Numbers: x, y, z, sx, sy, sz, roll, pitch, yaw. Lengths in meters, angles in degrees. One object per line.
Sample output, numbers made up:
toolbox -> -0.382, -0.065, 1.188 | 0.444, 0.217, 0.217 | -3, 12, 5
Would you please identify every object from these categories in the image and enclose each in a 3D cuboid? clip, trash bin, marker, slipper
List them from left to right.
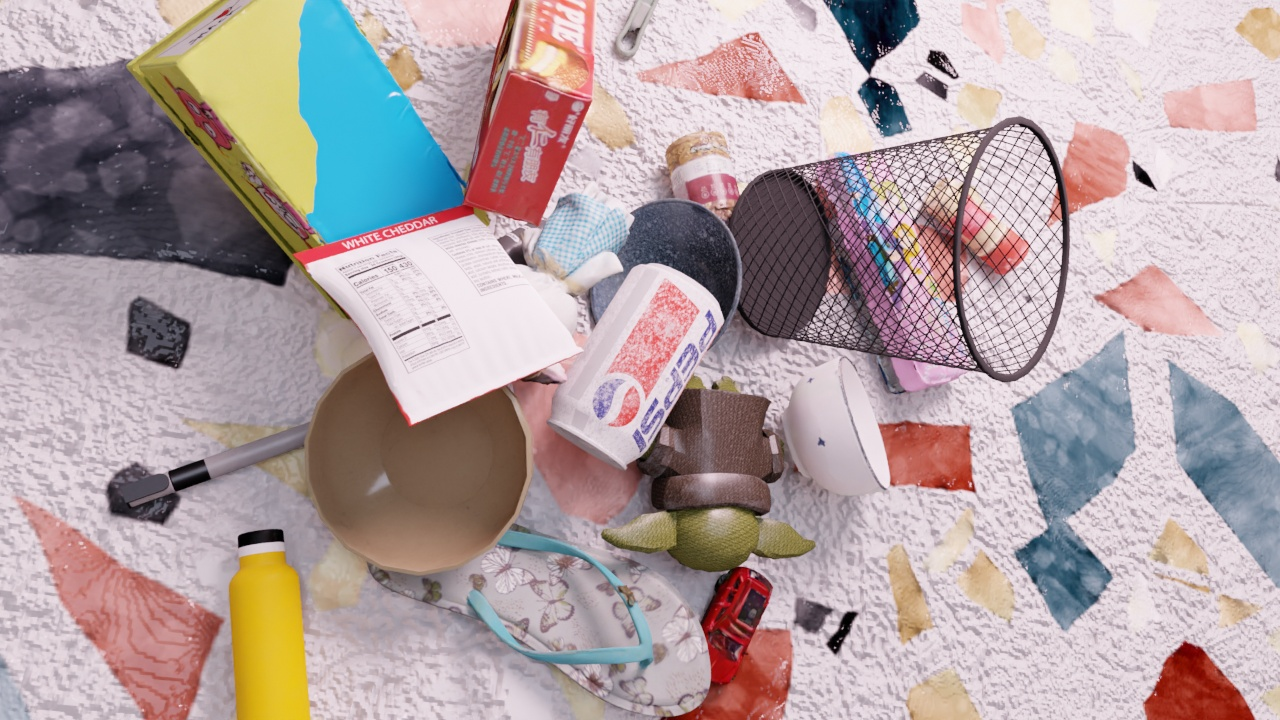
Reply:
marker -> -0.277, 0.067, 0.628 | 0.140, 0.016, 0.016 | -21, 81, -25
slipper -> -0.062, 0.163, 0.648 | 0.269, 0.055, 0.098 | 27, 64, -4
clip -> -0.003, -0.312, 0.844 | 0.023, 0.059, 0.076 | 25, 79, -10
trash bin -> 0.191, -0.084, 0.718 | 0.183, 0.210, 0.184 | -6, 99, -44

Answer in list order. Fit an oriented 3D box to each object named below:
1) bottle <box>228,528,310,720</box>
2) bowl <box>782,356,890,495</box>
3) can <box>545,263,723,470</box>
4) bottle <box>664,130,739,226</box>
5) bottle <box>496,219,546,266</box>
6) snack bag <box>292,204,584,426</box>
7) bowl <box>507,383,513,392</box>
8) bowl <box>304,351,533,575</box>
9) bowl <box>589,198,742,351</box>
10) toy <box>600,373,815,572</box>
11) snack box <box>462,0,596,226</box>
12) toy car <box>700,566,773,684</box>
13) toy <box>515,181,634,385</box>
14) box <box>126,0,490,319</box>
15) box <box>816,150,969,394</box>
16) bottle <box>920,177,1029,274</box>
bottle -> -0.239, 0.182, 0.590 | 0.043, 0.043, 0.143 | -5, 75, -22
bowl -> 0.156, 0.059, 0.752 | 0.113, 0.063, 0.113 | 51, 28, -41
can -> -0.004, 0.004, 0.660 | 0.078, 0.078, 0.136 | 33, 79, -8
bottle -> 0.059, -0.139, 0.795 | 0.056, 0.056, 0.105 | -7, 76, -22
bottle -> -0.092, -0.093, 0.739 | 0.112, 0.030, 0.030 | -34, 87, -26
snack bag -> -0.127, -0.038, 0.589 | 0.130, 0.039, 0.144 | -25, 66, -34
bowl -> -0.143, 0.022, 0.678 | 0.109, 0.041, 0.109 | 6, 71, -19
bowl -> -0.144, 0.064, 0.622 | 0.152, 0.050, 0.152 | 0, 91, 4
bowl -> 0.030, -0.058, 0.748 | 0.057, 0.137, 0.137 | 11, 64, -60
toy -> 0.054, 0.085, 0.710 | 0.179, 0.078, 0.152 | 8, 77, -24
snack box -> -0.079, -0.219, 0.691 | 0.060, 0.113, 0.235 | 16, 43, -16
toy car -> 0.070, 0.204, 0.704 | 0.042, 0.036, 0.091 | 34, 72, -6
toy -> -0.075, -0.059, 0.698 | 0.131, 0.106, 0.204 | 31, 58, 4
box -> -0.211, -0.140, 0.624 | 0.124, 0.081, 0.221 | -53, 135, -23
box -> 0.229, -0.082, 0.854 | 0.084, 0.053, 0.230 | -9, 75, -40
bottle -> 0.329, -0.132, 0.901 | 0.109, 0.044, 0.044 | 39, 64, -4
